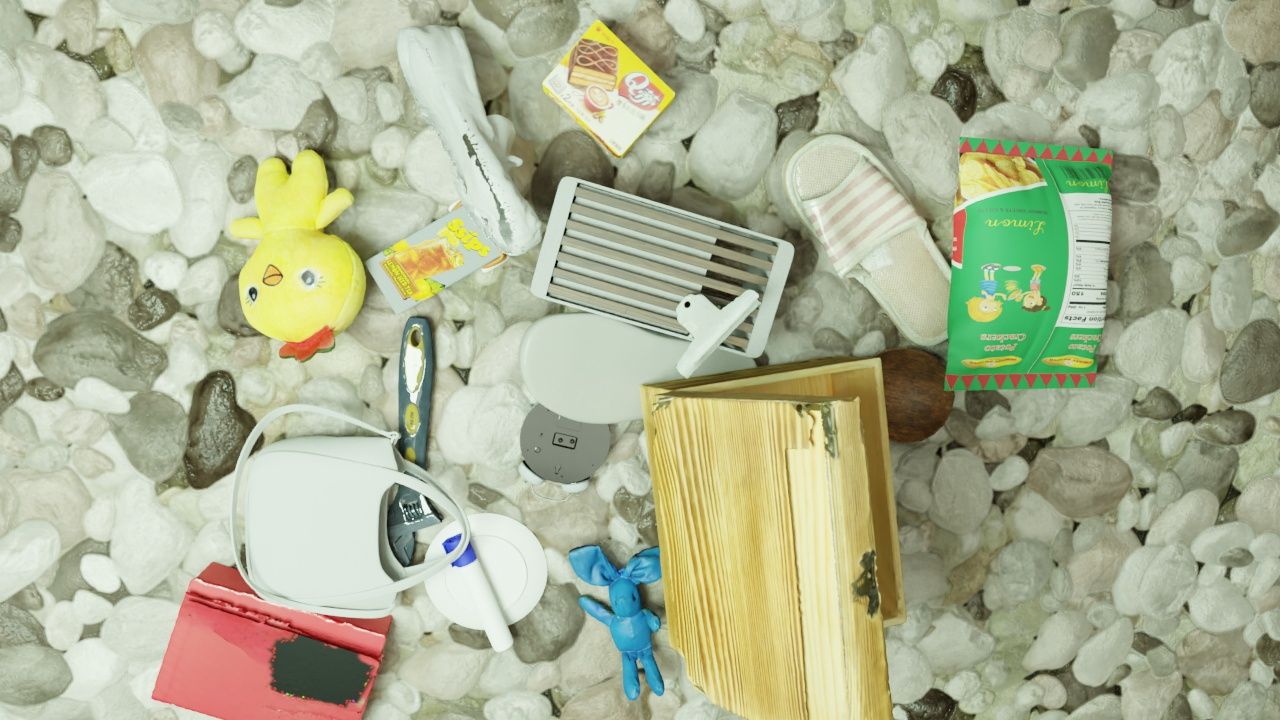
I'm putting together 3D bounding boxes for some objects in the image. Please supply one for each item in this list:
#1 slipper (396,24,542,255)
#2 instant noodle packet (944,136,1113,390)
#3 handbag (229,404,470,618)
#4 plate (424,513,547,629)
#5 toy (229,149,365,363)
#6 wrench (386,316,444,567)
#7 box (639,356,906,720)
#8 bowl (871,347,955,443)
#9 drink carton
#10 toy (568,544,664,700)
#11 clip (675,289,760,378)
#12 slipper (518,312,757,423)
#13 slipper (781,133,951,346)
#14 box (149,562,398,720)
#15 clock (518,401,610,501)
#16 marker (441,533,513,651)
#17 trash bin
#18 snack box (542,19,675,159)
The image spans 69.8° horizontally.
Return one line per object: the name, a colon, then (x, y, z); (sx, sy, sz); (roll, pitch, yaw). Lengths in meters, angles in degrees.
slipper: (-0.155, -0.211, 0.870); (0.074, 0.112, 0.246); (-23, 77, -10)
instant noodle packet: (0.403, -0.096, 0.949); (0.195, 0.090, 0.253); (0, 96, -19)
handbag: (-0.285, 0.158, 0.931); (0.222, 0.095, 0.216); (3, 101, 1)
plate: (-0.170, 0.233, 1.003); (0.134, 0.011, 0.134); (-1, 99, -5)
toy: (-0.331, -0.101, 0.897); (0.134, 0.092, 0.207); (-10, 92, 17)
wrench: (-0.241, 0.089, 0.968); (0.073, 0.022, 0.273); (5, 100, 0)
box: (0.142, 0.151, 0.803); (0.286, 0.335, 0.279); (-8, 96, -18)
bowl: (0.283, 0.036, 1.000); (0.114, 0.026, 0.102); (18, 97, -8)
drink carton: (-0.204, -0.105, 0.925); (0.125, 0.048, 0.076); (-30, 100, 1)
toy: (-0.007, 0.274, 0.997); (0.112, 0.071, 0.176); (-14, 90, -5)
clip: (0.064, -0.032, 0.854); (0.102, 0.052, 0.058); (-46, 129, 3)
slipper: (-0.006, 0.006, 0.955); (0.265, 0.080, 0.113); (7, 105, -23)
slipper: (0.250, -0.122, 0.959); (0.115, 0.052, 0.263); (-41, 101, 1)
box: (-0.391, 0.316, 1.013); (0.213, 0.153, 0.165); (20, 99, -7)
clock: (-0.083, 0.091, 0.975); (0.094, 0.035, 0.123); (14, 99, -7)
marker: (-0.174, 0.250, 0.987); (0.027, 0.023, 0.133); (-17, 101, 20)
trash bin: (0.017, -0.094, 0.912); (0.229, 0.114, 0.114); (16, 98, -7)
snack box: (-0.031, -0.265, 0.906); (0.106, 0.061, 0.083); (41, 94, -10)
